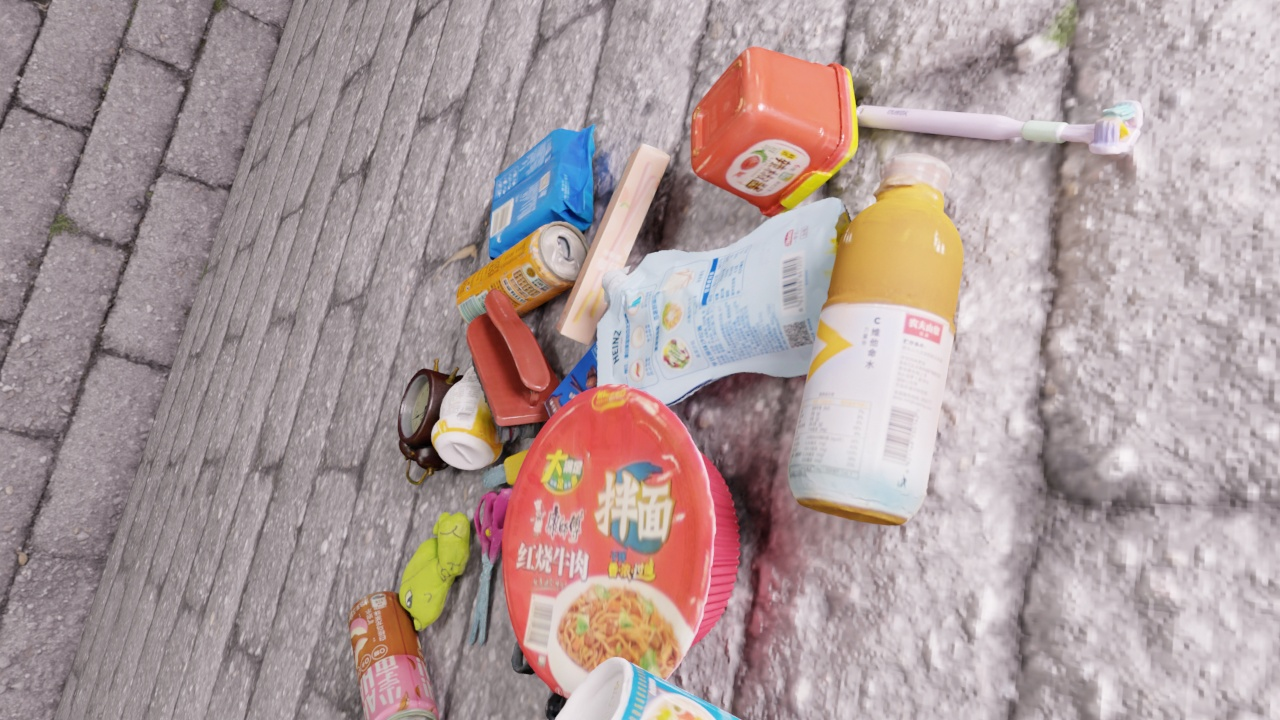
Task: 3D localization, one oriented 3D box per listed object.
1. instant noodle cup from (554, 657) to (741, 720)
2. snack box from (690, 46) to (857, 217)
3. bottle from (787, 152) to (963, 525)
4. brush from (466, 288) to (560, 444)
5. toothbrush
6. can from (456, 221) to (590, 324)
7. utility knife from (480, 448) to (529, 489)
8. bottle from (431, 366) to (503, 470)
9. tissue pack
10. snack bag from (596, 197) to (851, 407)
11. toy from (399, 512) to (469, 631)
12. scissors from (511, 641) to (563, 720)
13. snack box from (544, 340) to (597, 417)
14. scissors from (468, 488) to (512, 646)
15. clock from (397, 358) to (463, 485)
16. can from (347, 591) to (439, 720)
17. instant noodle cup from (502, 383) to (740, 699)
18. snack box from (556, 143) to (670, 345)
[{"bbox_3d":[0.014,0.202,0.444,0.099,0.110,0.099,-50,11,13],"label":"instant noodle cup"},{"bbox_3d":[0.081,-0.147,0.581,0.091,0.080,0.081,-40,41,54],"label":"snack box"},{"bbox_3d":[0.125,-0.013,0.471,0.068,0.068,0.189,-2,71,54],"label":"bottle"},{"bbox_3d":[-0.108,0.000,0.775,0.145,0.063,0.069,-121,34,-45],"label":"brush"},{"bbox_3d":[0.180,-0.130,0.500,0.029,0.021,0.189,-57,32,-3],"label":"toothbrush"},{"bbox_3d":[-0.108,-0.073,0.834,0.146,0.058,0.058,-24,54,46],"label":"can"},{"bbox_3d":[-0.075,0.077,0.742,0.193,0.015,0.033,-23,52,43],"label":"utility knife"},{"bbox_3d":[-0.145,0.042,0.820,0.063,0.063,0.108,-34,33,40],"label":"bottle"},{"bbox_3d":[-0.089,-0.148,0.853,0.158,0.052,0.094,-24,56,46],"label":"tissue pack"},{"bbox_3d":[0.046,-0.030,0.582,0.191,0.038,0.110,-14,74,35],"label":"snack bag"},{"bbox_3d":[-0.183,0.186,0.823,0.100,0.031,0.096,-39,44,30],"label":"toy"},{"bbox_3d":[-0.041,0.174,0.653,0.160,0.014,0.170,-32,47,37],"label":"scissors"},{"bbox_3d":[-0.004,0.004,0.663,0.157,0.026,0.084,-49,38,15],"label":"snack box"},{"bbox_3d":[-0.134,0.174,0.778,0.077,0.017,0.137,3,78,54],"label":"scissors"},{"bbox_3d":[-0.199,0.062,0.889,0.082,0.055,0.122,16,87,56],"label":"clock"},{"bbox_3d":[-0.217,0.270,0.800,0.058,0.058,0.147,-58,36,15],"label":"can"},{"bbox_3d":[-0.007,0.115,0.571,0.194,0.065,0.193,-16,67,44],"label":"instant noodle cup"},{"bbox_3d":[-0.024,-0.090,0.728,0.084,0.026,0.157,-142,74,-81],"label":"snack box"}]
